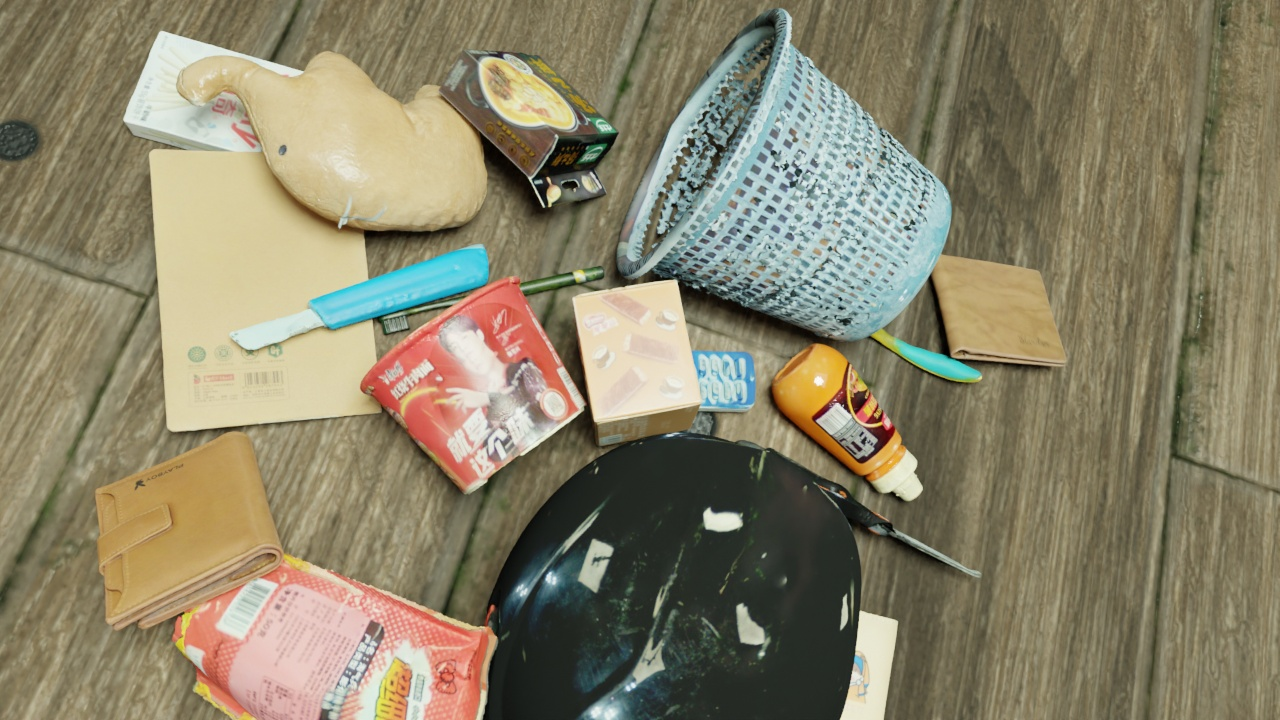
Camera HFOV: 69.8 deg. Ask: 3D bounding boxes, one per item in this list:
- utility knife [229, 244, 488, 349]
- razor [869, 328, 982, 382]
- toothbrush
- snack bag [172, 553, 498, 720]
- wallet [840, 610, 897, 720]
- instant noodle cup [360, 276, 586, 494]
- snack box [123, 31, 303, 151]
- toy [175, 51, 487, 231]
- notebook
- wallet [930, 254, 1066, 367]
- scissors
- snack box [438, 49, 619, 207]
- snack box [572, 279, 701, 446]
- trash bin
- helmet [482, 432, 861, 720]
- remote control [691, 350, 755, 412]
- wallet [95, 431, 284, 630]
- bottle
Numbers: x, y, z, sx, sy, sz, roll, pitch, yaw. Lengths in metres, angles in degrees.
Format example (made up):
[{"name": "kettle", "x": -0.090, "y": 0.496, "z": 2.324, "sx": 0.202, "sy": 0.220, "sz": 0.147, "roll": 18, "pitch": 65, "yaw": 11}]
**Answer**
[{"name": "utility knife", "x": -0.206, "y": -0.047, "z": 0.698, "sx": 0.202, "sy": 0.018, "sz": 0.034, "roll": -22, "pitch": 84, "yaw": -28}, {"name": "razor", "x": 0.234, "y": -0.014, "z": 0.791, "sx": 0.132, "sy": 0.028, "sz": 0.043, "roll": 29, "pitch": 47, "yaw": -3}, {"name": "toothbrush", "x": -0.116, "y": -0.049, "z": 0.738, "sx": 0.185, "sy": 0.012, "sz": 0.017, "roll": -14, "pitch": 83, "yaw": -15}, {"name": "snack bag", "x": -0.190, "y": 0.196, "z": 0.571, "sx": 0.208, "sy": 0.073, "sz": 0.128, "roll": 16, "pitch": 86, "yaw": 22}, {"name": "wallet", "x": 0.149, "y": 0.245, "z": 0.701, "sx": 0.087, "sy": 0.024, "sz": 0.115, "roll": 17, "pitch": 72, "yaw": -5}, {"name": "instant noodle cup", "x": -0.113, "y": 0.022, "z": 0.659, "sx": 0.137, "sy": 0.138, "sz": 0.108, "roll": -36, "pitch": 90, "yaw": -19}, {"name": "snack box", "x": -0.316, "y": -0.200, "z": 0.733, "sx": 0.156, "sy": 0.027, "sz": 0.084, "roll": 14, "pitch": 73, "yaw": -7}, {"name": "toy", "x": -0.217, "y": -0.163, "z": 0.680, "sx": 0.225, "sy": 0.083, "sz": 0.143, "roll": 8, "pitch": 57, "yaw": -37}, {"name": "notebook", "x": -0.277, "y": -0.056, "z": 0.684, "sx": 0.147, "sy": 0.008, "sz": 0.207, "roll": -5, "pitch": 82, "yaw": -24}, {"name": "wallet", "x": 0.316, "y": -0.043, "z": 0.812, "sx": 0.115, "sy": 0.020, "sz": 0.101, "roll": 4, "pitch": 60, "yaw": -14}, {"name": "scissors", "x": 0.169, "y": 0.116, "z": 0.731, "sx": 0.233, "sy": 0.161, "sz": 0.021, "roll": 29, "pitch": 89, "yaw": -39}, {"name": "snack box", "x": -0.081, "y": -0.189, "z": 0.737, "sx": 0.125, "sy": 0.053, "sz": 0.113, "roll": 43, "pitch": 28, "yaw": 7}, {"name": "snack box", "x": -0.004, "y": 0.004, "z": 0.680, "sx": 0.077, "sy": 0.093, "sz": 0.094, "roll": -10, "pitch": 75, "yaw": -4}, {"name": "trash bin", "x": 0.119, "y": -0.120, "z": 0.717, "sx": 0.195, "sy": 0.227, "sz": 0.226, "roll": 29, "pitch": 70, "yaw": -16}, {"name": "helmet", "x": 0.020, "y": 0.174, "z": 0.585, "sx": 0.233, "sy": 0.231, "sz": 0.274, "roll": 21, "pitch": 60, "yaw": -3}, {"name": "remote control", "x": 0.030, "y": 0.017, "z": 0.742, "sx": 0.125, "sy": 0.024, "sz": 0.049, "roll": 2, "pitch": 73, "yaw": -7}, {"name": "wallet", "x": -0.301, "y": 0.109, "z": 0.608, "sx": 0.107, "sy": 0.031, "sz": 0.132, "roll": -24, "pitch": 40, "yaw": -16}, {"name": "bottle", "x": 0.174, "y": 0.056, "z": 0.745, "sx": 0.149, "sy": 0.067, "sz": 0.066, "roll": 47, "pitch": 70, "yaw": -3}]
